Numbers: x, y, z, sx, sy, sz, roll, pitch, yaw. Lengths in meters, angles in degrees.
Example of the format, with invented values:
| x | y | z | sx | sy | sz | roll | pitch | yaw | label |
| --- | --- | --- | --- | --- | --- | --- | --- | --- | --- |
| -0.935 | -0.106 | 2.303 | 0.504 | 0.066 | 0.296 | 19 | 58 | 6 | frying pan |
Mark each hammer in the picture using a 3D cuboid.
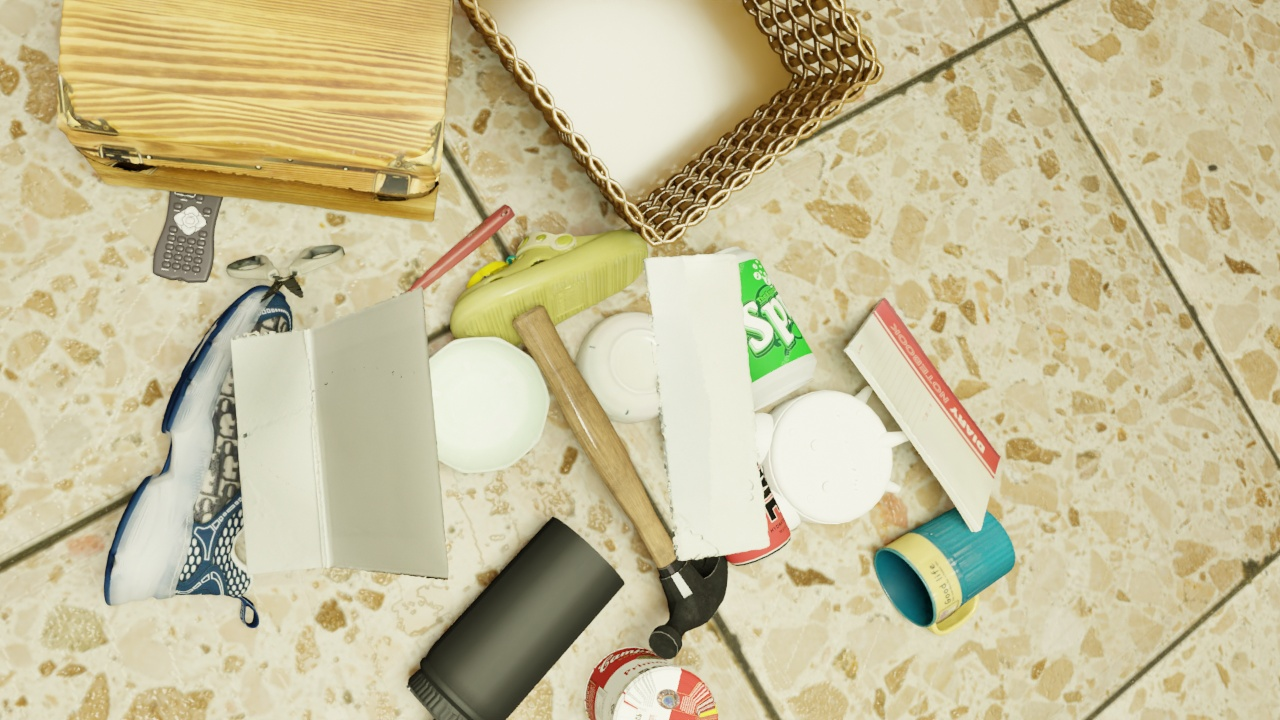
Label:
| x | y | z | sx | sy | sz | roll | pitch | yaw | label |
| --- | --- | --- | --- | --- | --- | --- | --- | --- | --- |
| -0.019 | 0.090 | 0.789 | 0.305 | 0.040 | 0.132 | 61 | 35 | -6 | hammer |

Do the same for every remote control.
| x | y | z | sx | sy | sz | roll | pitch | yaw | label |
| --- | --- | --- | --- | --- | --- | --- | --- | --- | --- |
| -0.385 | -0.128 | 0.789 | 0.046 | 0.009 | 0.124 | 8 | 80 | -14 | remote control |

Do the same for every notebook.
| x | y | z | sx | sy | sz | roll | pitch | yaw | label |
| --- | --- | --- | --- | --- | --- | --- | --- | --- | --- |
| 0.280 | 0.046 | 0.895 | 0.209 | 0.012 | 0.152 | 54 | 35 | -3 | notebook |

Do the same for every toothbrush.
| x | y | z | sx | sy | sz | roll | pitch | yaw | label |
| --- | --- | --- | --- | --- | --- | --- | --- | --- | --- |
| -0.187 | -0.080 | 0.831 | 0.189 | 0.016 | 0.016 | -44 | 93 | -17 | toothbrush |

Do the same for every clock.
| x | y | z | sx | sy | sz | roll | pitch | yaw | label |
| --- | --- | --- | --- | --- | --- | --- | --- | --- | --- |
| 0.174 | 0.092 | 0.872 | 0.160 | 0.073 | 0.125 | -13 | 85 | -17 | clock |

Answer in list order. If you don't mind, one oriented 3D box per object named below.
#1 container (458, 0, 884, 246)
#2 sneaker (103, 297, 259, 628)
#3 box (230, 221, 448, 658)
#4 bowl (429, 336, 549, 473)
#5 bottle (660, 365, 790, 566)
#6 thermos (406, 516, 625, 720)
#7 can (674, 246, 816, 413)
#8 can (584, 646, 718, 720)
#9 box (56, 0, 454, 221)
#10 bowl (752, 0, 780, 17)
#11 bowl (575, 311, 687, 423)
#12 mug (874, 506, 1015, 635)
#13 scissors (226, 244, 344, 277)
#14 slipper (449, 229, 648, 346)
| x | y | z | sx | sy | sz | roll | pitch | yaw | label |
| --- | --- | --- | --- | --- | --- | --- | --- | --- | --- |
| 0.010 | -0.267 | 0.753 | 0.219 | 0.214 | 0.251 | -38 | 106 | 3 | container |
| -0.320 | 0.076 | 0.743 | 0.132 | 0.103 | 0.269 | 23 | 76 | -26 | sneaker |
| -0.190 | 0.051 | 0.560 | 0.119 | 0.480 | 0.166 | -5 | 86 | -21 | box |
| -0.142 | 0.035 | 0.797 | 0.117 | 0.061 | 0.117 | -1 | 95 | -15 | bowl |
| 0.070 | 0.090 | 0.812 | 0.062 | 0.062 | 0.176 | -26 | 92 | -17 | bottle |
| -0.111 | 0.234 | 0.768 | 0.086 | 0.086 | 0.198 | 45 | 74 | -5 | thermos |
| 0.097 | -0.029 | 0.854 | 0.087 | 0.088 | 0.140 | -25 | 80 | -17 | can |
| 0.007 | 0.294 | 0.774 | 0.086 | 0.117 | 0.086 | 2 | 81 | -15 | can |
| -0.298 | -0.252 | 0.752 | 0.279 | 0.168 | 0.245 | 5 | 81 | -16 | box |
| 0.061 | -0.375 | 0.911 | 0.150 | 0.075 | 0.150 | 2 | 82 | -15 | bowl |
| -0.005 | 0.005 | 0.848 | 0.104 | 0.054 | 0.105 | 2 | 82 | -15 | bowl |
| 0.298 | 0.208 | 0.891 | 0.107 | 0.083 | 0.114 | -26 | 111 | -20 | mug |
| -0.282 | -0.073 | 0.745 | 0.153 | 0.163 | 0.012 | -31 | 121 | -49 | scissors |
| -0.087 | -0.079 | 0.820 | 0.190 | 0.092 | 0.081 | -25 | 69 | -9 | slipper |
